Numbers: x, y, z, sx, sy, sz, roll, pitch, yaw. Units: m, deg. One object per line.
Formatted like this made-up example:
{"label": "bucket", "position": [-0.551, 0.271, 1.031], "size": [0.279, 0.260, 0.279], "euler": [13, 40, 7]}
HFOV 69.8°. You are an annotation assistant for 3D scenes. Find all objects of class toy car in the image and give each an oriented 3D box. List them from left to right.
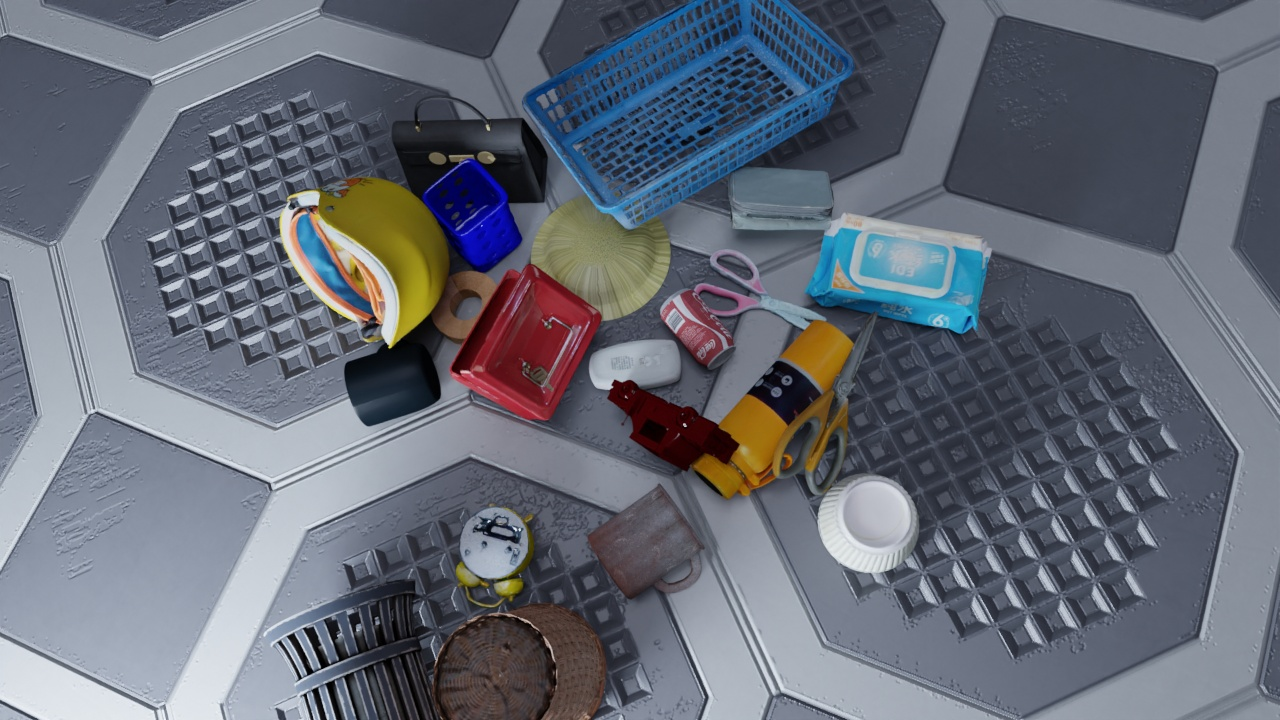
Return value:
{"label": "toy car", "position": [0.028, 0.078, 1.058], "size": [0.170, 0.070, 0.061], "euler": [23, 79, 45]}

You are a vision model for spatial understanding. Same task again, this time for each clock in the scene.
{"label": "clock", "position": [-0.169, 0.227, 1.068], "size": [0.083, 0.057, 0.118], "euler": [13, 73, 9]}

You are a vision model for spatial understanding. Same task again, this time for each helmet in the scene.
{"label": "helmet", "position": [-0.329, -0.139, 1.140], "size": [0.139, 0.209, 0.240], "euler": [-39, 35, -28]}

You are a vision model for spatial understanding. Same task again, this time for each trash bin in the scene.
{"label": "trash bin", "position": [-0.287, 0.374, 0.983], "size": [0.164, 0.164, 0.227], "euler": [-22, 75, -2]}
{"label": "trash bin", "position": [-0.120, 0.323, 0.952], "size": [0.151, 0.210, 0.151], "euler": [-1, 72, 4]}

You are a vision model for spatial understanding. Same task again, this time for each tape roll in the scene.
{"label": "tape roll", "position": [-0.222, -0.067, 1.186], "size": [0.094, 0.027, 0.094], "euler": [-2, 72, 5]}

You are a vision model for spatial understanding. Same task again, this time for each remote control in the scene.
{"label": "remote control", "position": [-0.007, 0.007, 1.139], "size": [0.114, 0.028, 0.060], "euler": [-9, 72, 3]}

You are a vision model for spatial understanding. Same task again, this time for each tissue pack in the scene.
{"label": "tissue pack", "position": [0.315, -0.109, 1.126], "size": [0.209, 0.066, 0.116], "euler": [12, 72, 11]}

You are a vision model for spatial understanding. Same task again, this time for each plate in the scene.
{"label": "plate", "position": [-0.055, -0.144, 1.189], "size": [0.184, 0.036, 0.184], "euler": [-2, 72, 5]}

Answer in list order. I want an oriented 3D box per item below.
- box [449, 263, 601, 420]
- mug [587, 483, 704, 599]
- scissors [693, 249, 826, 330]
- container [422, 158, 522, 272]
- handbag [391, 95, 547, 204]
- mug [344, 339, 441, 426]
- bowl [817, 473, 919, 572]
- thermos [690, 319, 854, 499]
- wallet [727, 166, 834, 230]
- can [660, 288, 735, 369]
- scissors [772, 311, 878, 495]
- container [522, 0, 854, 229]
{"label": "box", "position": [-0.142, -0.018, 1.121], "size": [0.137, 0.127, 0.157], "euler": [35, 72, -23]}
{"label": "mug", "position": [0.014, 0.219, 1.045], "size": [0.110, 0.096, 0.123], "euler": [-33, 103, 0]}
{"label": "scissors", "position": [0.161, -0.088, 1.161], "size": [0.179, 0.016, 0.101], "euler": [16, 74, 11]}
{"label": "container", "position": [-0.211, -0.181, 1.175], "size": [0.084, 0.114, 0.085], "euler": [-41, 73, -10]}
{"label": "handbag", "position": [-0.225, -0.278, 1.166], "size": [0.176, 0.196, 0.072], "euler": [0, 72, 6]}
{"label": "mug", "position": [-0.307, 0.016, 1.146], "size": [0.094, 0.085, 0.121], "euler": [-17, 42, -1]}
{"label": "bowl", "position": [0.262, 0.179, 1.037], "size": [0.115, 0.062, 0.115], "euler": [-2, 72, 5]}
{"label": "thermos", "position": [0.163, 0.064, 1.077], "size": [0.091, 0.076, 0.232], "euler": [40, 79, 21]}
{"label": "wallet", "position": [0.177, -0.205, 1.165], "size": [0.132, 0.054, 0.100], "euler": [1, 45, 5]}
{"label": "can", "position": [0.071, -0.039, 1.133], "size": [0.054, 0.054, 0.096], "euler": [-36, 72, -6]}
{"label": "scissors", "position": [0.234, 0.049, 1.065], "size": [0.114, 0.016, 0.229], "euler": [32, 86, -30]}
{"label": "container", "position": [0.060, -0.329, 1.187], "size": [0.362, 0.089, 0.257], "euler": [-31, 57, -5]}
